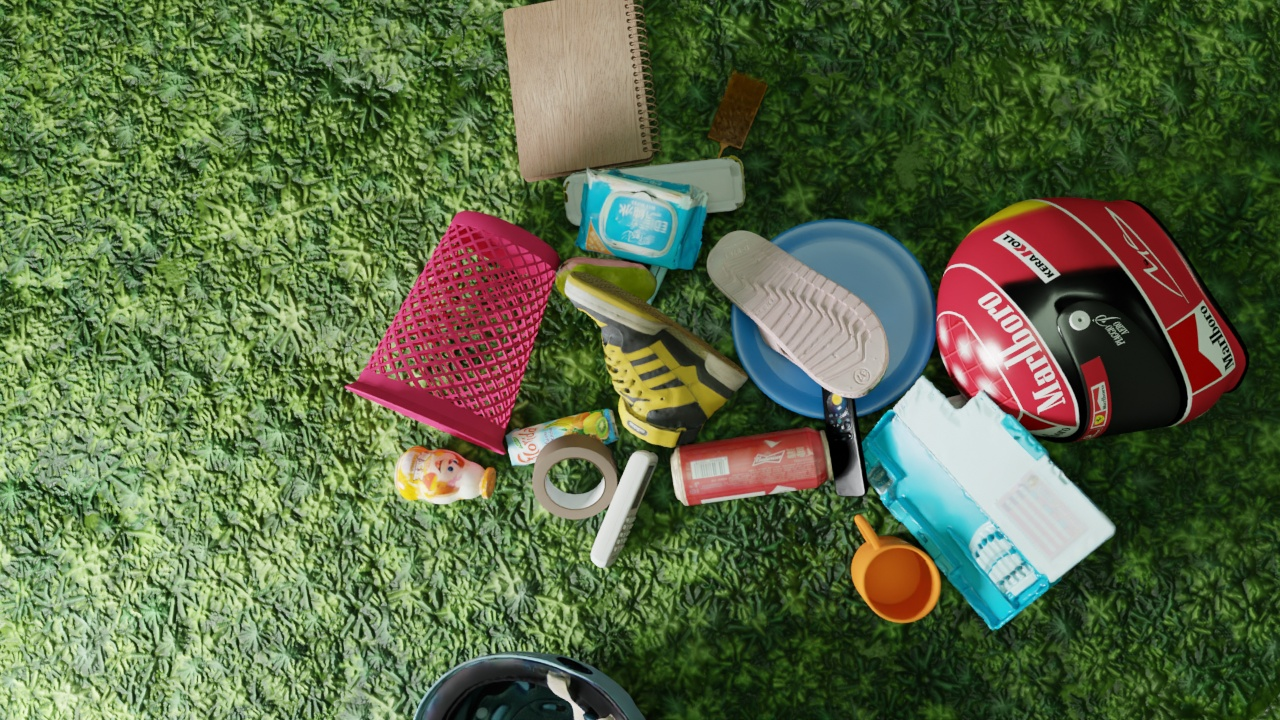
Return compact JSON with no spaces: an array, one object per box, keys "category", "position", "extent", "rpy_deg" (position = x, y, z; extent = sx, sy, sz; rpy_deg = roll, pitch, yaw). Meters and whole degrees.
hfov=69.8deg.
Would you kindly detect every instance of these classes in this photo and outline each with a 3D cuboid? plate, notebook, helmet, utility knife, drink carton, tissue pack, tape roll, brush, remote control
[{"category":"plate","position":[0.215,-0.046,1.029],"extent":[0.224,0.024,0.224],"rpy_deg":[-1,85,7]},{"category":"notebook","position":[-0.069,-0.329,1.092],"extent":[0.169,0.022,0.210],"rpy_deg":[-8,84,8]},{"category":"helmet","position":[-0.105,0.415,0.954],"extent":[0.265,0.167,0.225],"rpy_deg":[30,87,7]},{"category":"utility knife","position":[0.018,-0.097,1.064],"extent":[0.022,0.015,0.120],"rpy_deg":[24,91,1]},{"category":"drink carton","position":[-0.090,0.088,1.047],"extent":[0.129,0.038,0.044],"rpy_deg":[-15,83,5]},{"category":"tissue pack","position":[0.001,-0.157,1.018],"extent":[0.144,0.061,0.093],"rpy_deg":[12,108,5]},{"category":"tape roll","position":[-0.073,0.130,1.024],"extent":[0.093,0.030,0.094],"rpy_deg":[-1,115,-1]},{"category":"brush","position":[0.105,-0.272,1.066],"extent":[0.048,0.017,0.126],"rpy_deg":[22,88,8]},{"category":"helmet","position":[0.419,-0.028,0.913],"extent":[0.224,0.198,0.271],"rpy_deg":[-30,81,-5]},{"category":"remote control","position":[0.220,0.071,0.989],"extent":[0.020,0.041,0.152],"rpy_deg":[-5,86,-37]},{"category":"remote control","position":[-0.017,0.164,1.020],"extent":[0.025,0.060,0.138],"rpy_deg":[22,88,12]}]

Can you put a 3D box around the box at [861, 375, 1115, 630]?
[{"category":"box","position":[0.329,0.128,0.909],"extent":[0.226,0.039,0.182],"rpy_deg":[53,136,26]}]

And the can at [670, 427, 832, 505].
[{"category":"can","position":[0.120,0.115,1.004],"extent":[0.170,0.067,0.067],"rpy_deg":[-9,84,6]}]

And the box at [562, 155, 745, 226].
[{"category":"box","position":[0.016,-0.195,1.061],"extent":[0.210,0.044,0.066],"rpy_deg":[-4,103,8]}]

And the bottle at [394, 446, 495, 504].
[{"category":"bottle","position":[-0.222,0.133,1.048],"extent":[0.109,0.063,0.063],"rpy_deg":[6,85,8]}]

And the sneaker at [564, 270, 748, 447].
[{"category":"sneaker","position":[-0.006,0.006,0.983],"extent":[0.238,0.086,0.122],"rpy_deg":[30,99,-25]}]

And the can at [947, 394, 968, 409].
[{"category":"can","position":[0.333,0.093,0.981],"extent":[0.064,0.064,0.104],"rpy_deg":[-15,83,5]}]

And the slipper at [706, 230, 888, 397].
[{"category":"slipper","position":[0.171,-0.051,0.991],"extent":[0.094,0.064,0.239],"rpy_deg":[-46,64,-1]}]

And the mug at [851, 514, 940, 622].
[{"category":"mug","position":[0.257,0.212,0.964],"extent":[0.077,0.096,0.112],"rpy_deg":[-31,82,3]}]

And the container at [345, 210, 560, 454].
[{"category":"container","position":[-0.190,-0.036,1.013],"extent":[0.183,0.183,0.225],"rpy_deg":[21,80,8]}]

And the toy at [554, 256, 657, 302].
[{"category":"toy","position":[-0.041,-0.085,1.021],"extent":[0.109,0.090,0.051],"rpy_deg":[10,70,-31]}]
